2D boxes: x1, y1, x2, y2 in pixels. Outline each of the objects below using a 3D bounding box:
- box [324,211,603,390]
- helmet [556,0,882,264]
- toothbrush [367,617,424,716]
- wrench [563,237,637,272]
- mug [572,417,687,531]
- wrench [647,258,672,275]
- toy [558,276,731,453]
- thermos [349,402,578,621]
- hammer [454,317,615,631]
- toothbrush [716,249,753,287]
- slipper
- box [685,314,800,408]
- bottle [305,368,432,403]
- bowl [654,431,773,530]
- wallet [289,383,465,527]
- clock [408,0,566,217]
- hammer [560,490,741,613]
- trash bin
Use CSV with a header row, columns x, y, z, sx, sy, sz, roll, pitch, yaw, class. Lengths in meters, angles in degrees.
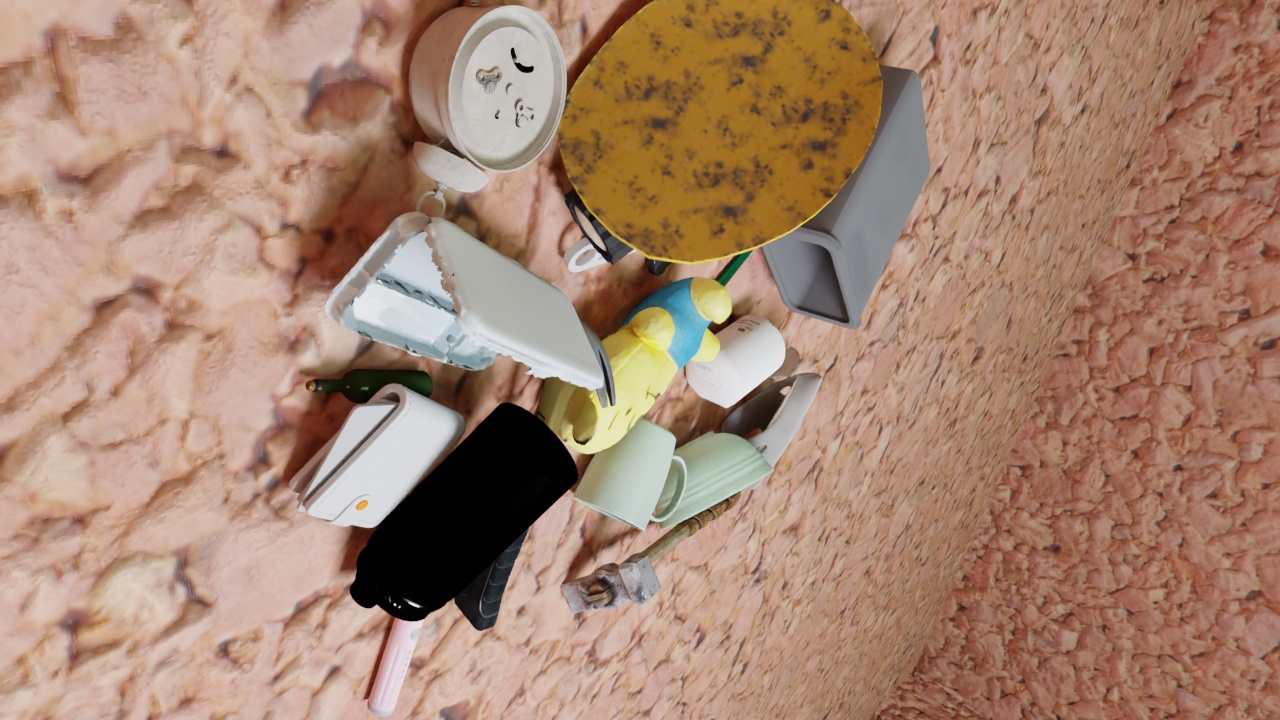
x,y,z,sx,sy,sz,roll,pitch,yaw,class
-0.099,-0.017,0.638,0.106,0.127,0.215,-52,161,6,box
0.060,-0.176,0.742,0.255,0.205,0.131,-37,173,-7,helmet
-0.207,0.227,0.832,0.027,0.026,0.223,-16,130,-63,toothbrush
0.047,-0.136,0.833,0.272,0.018,0.087,-23,156,-33,wrench
0.000,0.121,0.966,0.111,0.084,0.104,32,77,-27,mug
0.096,-0.185,0.913,0.273,0.022,0.073,-50,142,-13,wrench
-0.005,0.005,0.868,0.213,0.084,0.149,-43,164,-22,toy
-0.149,0.132,0.739,0.199,0.086,0.086,-44,151,14,thermos
-0.103,0.110,0.816,0.025,0.118,0.334,-8,128,-46,hammer
0.121,-0.119,1.009,0.189,0.017,0.016,-50,149,-15,toothbrush
0.149,0.077,1.145,0.266,0.080,0.112,105,11,-68,slipper
0.125,-0.008,1.058,0.165,0.083,0.092,-34,130,-37,box
-0.197,0.019,0.670,0.106,0.025,0.025,3,114,-55,bottle
0.073,0.131,1.072,0.151,0.077,0.151,-27,173,-4,bowl
-0.200,0.070,0.674,0.118,0.037,0.115,-45,155,1,wallet
-0.113,-0.163,0.603,0.103,0.061,0.157,29,85,-57,clock
0.036,0.220,1.125,0.317,0.122,0.049,-24,90,-54,hammer
0.229,-0.178,1.007,0.219,0.098,0.192,-61,150,-15,trash bin
